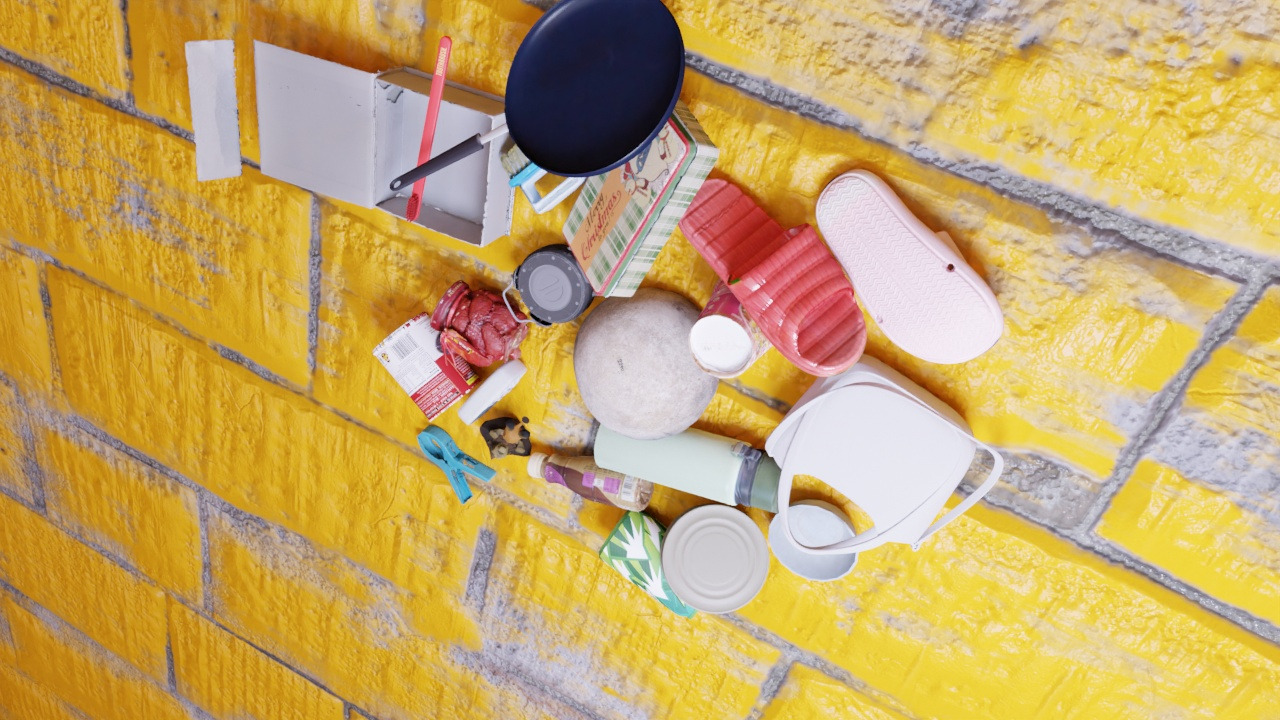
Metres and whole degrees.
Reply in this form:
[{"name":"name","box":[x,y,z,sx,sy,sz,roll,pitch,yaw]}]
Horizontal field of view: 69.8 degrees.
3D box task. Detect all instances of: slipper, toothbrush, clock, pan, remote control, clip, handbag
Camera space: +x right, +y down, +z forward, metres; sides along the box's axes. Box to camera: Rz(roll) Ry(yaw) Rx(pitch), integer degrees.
[{"name":"slipper","box":[0.255,-0.090,0.888,0.221,0.055,0.107,51,127,8]},{"name":"toothbrush","box":[-0.230,-0.243,0.987,0.012,0.017,0.213,21,122,0]},{"name":"clock","box":[-0.101,-0.089,1.075,0.123,0.043,0.091,-22,101,28]},{"name":"pan","box":[-0.115,-0.248,0.936,0.357,0.021,0.198,-22,72,21]},{"name":"remote control","box":[-0.190,0.039,1.181,0.028,0.060,0.115,48,123,0]},{"name":"slipper","box":[0.131,-0.094,0.899,0.248,0.103,0.059,51,167,17]},{"name":"clip","box":[-0.260,0.136,1.290,0.119,0.026,0.103,45,124,-1]},{"name":"handbag","box":[0.235,0.126,0.963,0.216,0.095,0.223,34,110,8]}]

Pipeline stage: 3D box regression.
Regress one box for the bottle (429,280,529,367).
[{"name":"bottle","box":[-0.197,-0.036,1.122,0.111,0.098,0.099,32,125,2]}]

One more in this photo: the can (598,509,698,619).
[{"name":"can","box":[0.025,0.257,1.171,0.144,0.082,0.083,35,126,7]}]

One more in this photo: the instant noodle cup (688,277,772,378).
[{"name":"instant noodle cup","box":[0.102,-0.036,0.962,0.098,0.108,0.098,12,120,21]}]

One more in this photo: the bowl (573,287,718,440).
[{"name":"bowl","box":[-0.006,0.006,1.024,0.179,0.081,0.178,3,97,22]}]

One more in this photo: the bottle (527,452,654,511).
[{"name":"bottle","box":[-0.067,0.149,1.175,0.166,0.059,0.060,9,119,23]}]

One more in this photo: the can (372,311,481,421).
[{"name":"can","box":[-0.276,0.007,1.192,0.087,0.086,0.116,-34,97,36]}]

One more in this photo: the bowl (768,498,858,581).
[{"name":"bowl","box":[0.207,0.204,1.077,0.106,0.039,0.106,12,120,21]}]

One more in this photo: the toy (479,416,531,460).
[{"name":"toy","box":[-0.170,0.098,1.197,0.076,0.062,0.100,33,146,-13]}]

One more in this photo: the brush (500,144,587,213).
[{"name":"brush","box":[-0.082,-0.224,0.989,0.136,0.055,0.075,-31,94,35]}]

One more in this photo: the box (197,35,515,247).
[{"name":"box","box":[-0.323,-0.260,1.068,0.369,0.098,0.166,18,122,11]}]

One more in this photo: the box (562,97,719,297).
[{"name":"box","box":[-0.006,-0.172,0.949,0.206,0.050,0.117,-55,47,38]}]

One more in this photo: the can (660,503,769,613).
[{"name":"can","box":[0.087,0.234,1.092,0.128,0.073,0.127,0,81,1]}]

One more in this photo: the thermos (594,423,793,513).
[{"name":"thermos","box":[0.064,0.116,1.080,0.232,0.082,0.082,14,121,21]}]
